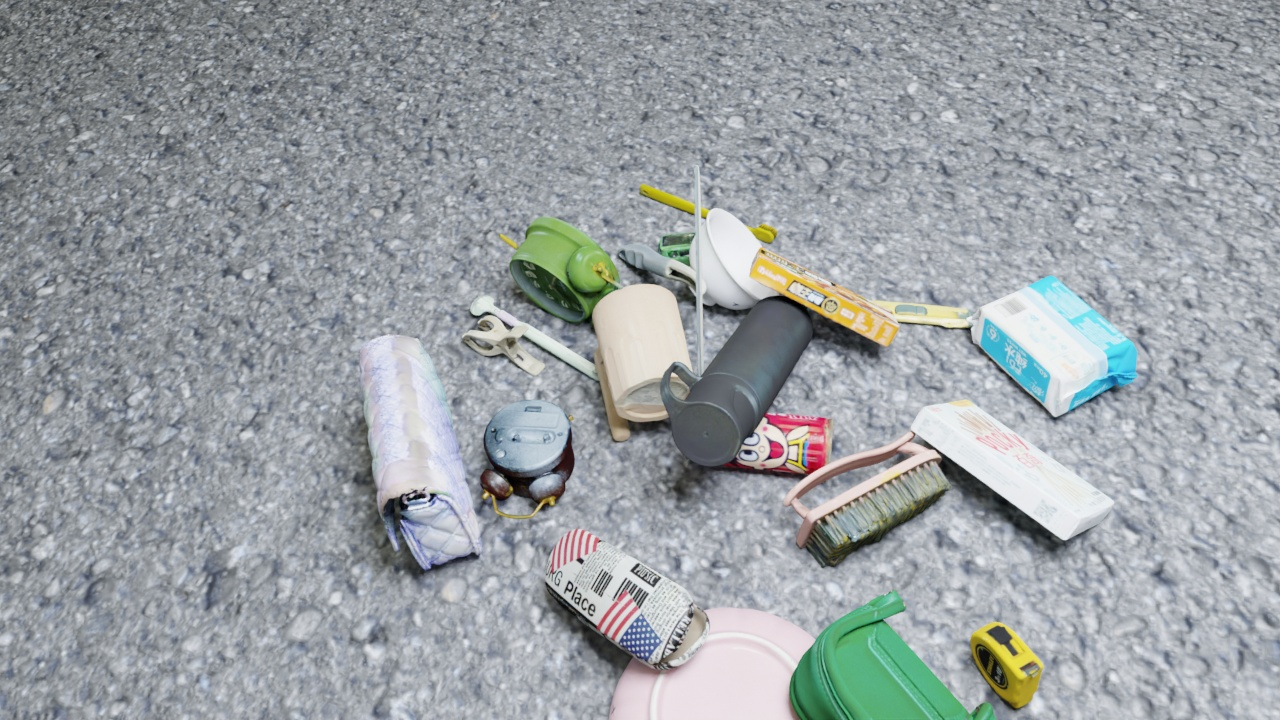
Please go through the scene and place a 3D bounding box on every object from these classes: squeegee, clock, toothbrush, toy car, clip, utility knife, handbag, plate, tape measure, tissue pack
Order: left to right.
[{"bbox_3d":[-0.201,0.085,0.823,0.075,0.134,0.193,-17,47,-9],"label":"handbag"},{"bbox_3d":[-0.146,-0.020,0.976,0.097,0.060,0.034,17,51,36],"label":"clip"},{"bbox_3d":[-0.105,0.093,0.856,0.082,0.055,0.121,3,50,10],"label":"clock"},{"bbox_3d":[-0.110,-0.024,0.987,0.190,0.020,0.029,29,65,28],"label":"toothbrush"},{"bbox_3d":[-0.071,-0.088,0.975,0.161,0.116,0.056,23,66,29],"label":"clock"},{"bbox_3d":[0.030,-0.092,0.964,0.039,0.247,0.246,-9,19,-17],"label":"squeegee"},{"bbox_3d":[0.064,-0.124,1.042,0.091,0.036,0.043,-2,47,1],"label":"toy car"},{"bbox_3d":[0.079,-0.179,1.101,0.190,0.016,0.016,26,52,27],"label":"toothbrush"},{"bbox_3d":[0.069,0.268,0.685,0.192,0.039,0.192,-4,48,4],"label":"plate"},{"bbox_3d":[0.265,-0.049,0.963,0.178,0.019,0.030,2,43,16],"label":"utility knife"},{"bbox_3d":[0.180,0.239,0.651,0.120,0.068,0.131,-28,66,-36],"label":"handbag"},{"bbox_3d":[0.274,0.223,0.684,0.029,0.060,0.057,-24,44,-11],"label":"tape measure"},{"bbox_3d":[0.392,-0.016,0.878,0.090,0.063,0.140,-24,48,-11],"label":"tissue pack"}]

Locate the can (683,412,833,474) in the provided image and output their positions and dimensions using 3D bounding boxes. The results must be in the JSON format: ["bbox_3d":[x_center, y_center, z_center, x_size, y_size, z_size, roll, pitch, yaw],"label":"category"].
[{"bbox_3d":[0.109,0.073,0.844,0.133,0.053,0.053,5,49,12],"label":"can"}]

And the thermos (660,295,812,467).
[{"bbox_3d":[0.089,0.004,0.830,0.090,0.069,0.241,45,32,0],"label":"thermos"}]

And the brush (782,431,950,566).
[{"bbox_3d":[0.198,0.113,0.790,0.145,0.063,0.073,-26,60,-16],"label":"brush"}]

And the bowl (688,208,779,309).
[{"bbox_3d":[0.087,-0.096,0.982,0.065,0.118,0.118,-34,40,29],"label":"bowl"}]

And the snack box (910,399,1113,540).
[{"bbox_3d":[0.319,0.090,0.792,0.084,0.027,0.157,-4,36,-45],"label":"snack box"}]

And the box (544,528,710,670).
[{"bbox_3d":[-0.023,0.185,0.728,0.074,0.077,0.164,-44,40,-21],"label":"box"}]

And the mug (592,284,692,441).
[{"bbox_3d":[-0.005,0.005,0.876,0.084,0.125,0.103,7,52,-29],"label":"mug"}]

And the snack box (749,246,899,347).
[{"bbox_3d":[0.182,-0.065,0.918,0.154,0.026,0.075,27,17,1],"label":"snack box"}]
